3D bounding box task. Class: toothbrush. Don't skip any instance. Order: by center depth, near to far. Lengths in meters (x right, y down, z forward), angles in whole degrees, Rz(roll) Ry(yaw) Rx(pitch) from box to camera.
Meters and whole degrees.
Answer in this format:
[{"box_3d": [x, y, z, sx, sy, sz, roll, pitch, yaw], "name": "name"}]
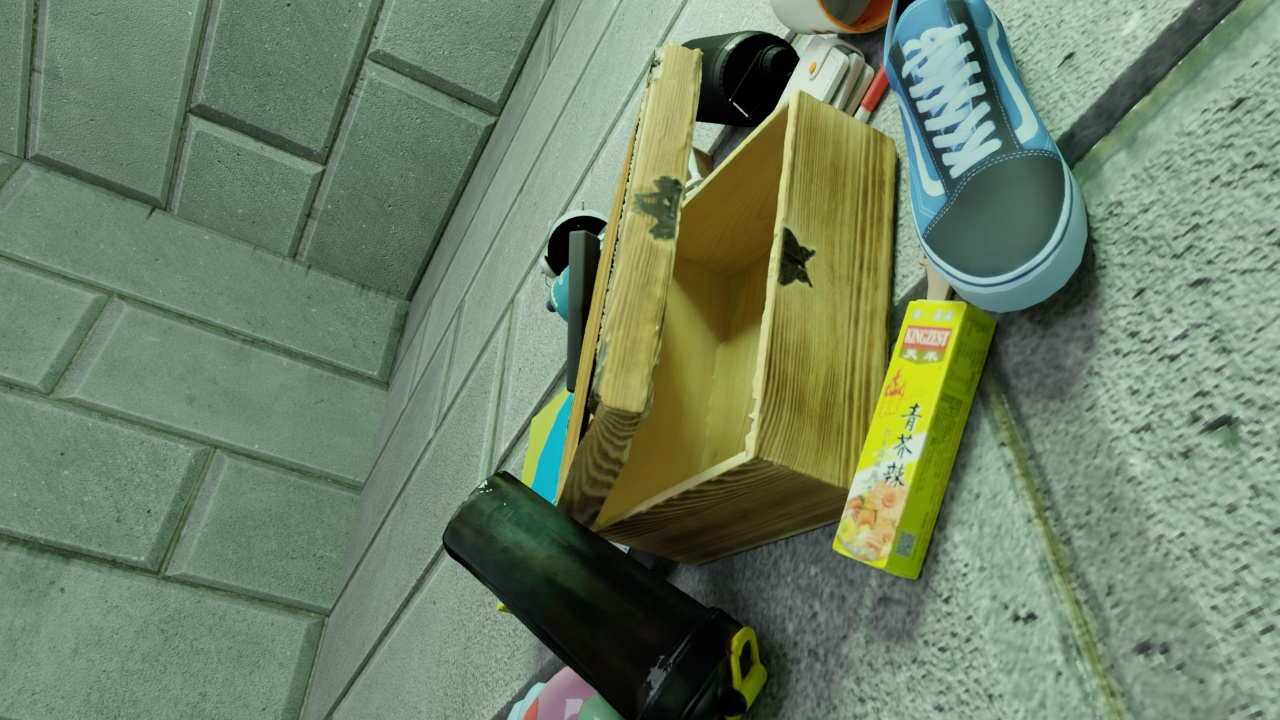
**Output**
[{"box_3d": [0.051, -0.201, 0.917, 0.015, 0.022, 0.154, -26, 71, 21], "name": "toothbrush"}]

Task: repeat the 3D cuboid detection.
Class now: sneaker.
[{"box_3d": [0.169, -0.134, 0.503, 0.084, 0.098, 0.240, -29, 40, 34], "name": "sneaker"}]

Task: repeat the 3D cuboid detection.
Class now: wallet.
[{"box_3d": [0.144, -0.198, 0.747, 0.115, 0.037, 0.119, -103, 35, -57], "name": "wallet"}]

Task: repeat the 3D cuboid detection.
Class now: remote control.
[{"box_3d": [-0.047, -0.040, 0.768, 0.015, 0.032, 0.136, -4, 80, 28], "name": "remote control"}]

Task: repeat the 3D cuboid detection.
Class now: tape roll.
[{"box_3d": [0.044, -0.191, 1.014, 0.094, 0.027, 0.093, -53, 25, 38], "name": "tape roll"}]

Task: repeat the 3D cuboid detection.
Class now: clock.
[{"box_3d": [-0.078, -0.137, 1.182, 0.123, 0.094, 0.035, -55, 20, 22], "name": "clock"}]

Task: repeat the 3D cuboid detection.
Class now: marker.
[{"box_3d": [0.167, -0.182, 0.706, 0.142, 0.012, 0.012, -62, 21, 21], "name": "marker"}]

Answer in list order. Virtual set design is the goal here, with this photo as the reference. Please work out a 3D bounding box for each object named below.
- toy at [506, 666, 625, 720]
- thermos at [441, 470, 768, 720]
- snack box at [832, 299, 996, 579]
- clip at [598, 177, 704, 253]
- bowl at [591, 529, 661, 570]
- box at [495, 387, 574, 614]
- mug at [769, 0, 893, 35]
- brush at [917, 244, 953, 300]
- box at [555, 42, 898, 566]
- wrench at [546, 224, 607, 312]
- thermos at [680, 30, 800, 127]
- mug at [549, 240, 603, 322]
[{"box_3d": [-0.053, 0.285, 0.693, 0.171, 0.120, 0.222, 31, 100, 60], "name": "toy"}, {"box_3d": [-0.025, 0.161, 0.595, 0.098, 0.221, 0.098, -48, -18, -22], "name": "thermos"}, {"box_3d": [0.148, 0.041, 0.498, 0.040, 0.029, 0.148, 11, 80, 57], "name": "snack box"}, {"box_3d": [0.025, -0.096, 0.875, 0.101, 0.126, 0.152, 62, 180, 23], "name": "clip"}, {"box_3d": [-0.008, 0.149, 0.785, 0.115, 0.045, 0.114, -52, 26, 38], "name": "bowl"}, {"box_3d": [-0.074, 0.146, 0.924, 0.125, 0.079, 0.220, -43, 34, 50], "name": "box"}, {"box_3d": [0.159, -0.308, 0.747, 0.082, 0.082, 0.105, -65, 19, 11], "name": "mug"}, {"box_3d": [0.178, -0.057, 0.546, 0.050, 0.015, 0.135, -13, 58, 66], "name": "brush"}, {"box_3d": [0.030, -0.023, 0.659, 0.252, 0.192, 0.278, -41, 36, 57], "name": "box"}, {"box_3d": [-0.033, -0.160, 1.124, 0.274, 0.022, 0.073, -48, 14, 25], "name": "wrench"}, {"box_3d": [0.090, -0.271, 0.885, 0.086, 0.086, 0.198, -66, 20, 9], "name": "thermos"}, {"box_3d": [-0.039, -0.101, 1.084, 0.104, 0.084, 0.111, -48, -1, 37], "name": "mug"}]
